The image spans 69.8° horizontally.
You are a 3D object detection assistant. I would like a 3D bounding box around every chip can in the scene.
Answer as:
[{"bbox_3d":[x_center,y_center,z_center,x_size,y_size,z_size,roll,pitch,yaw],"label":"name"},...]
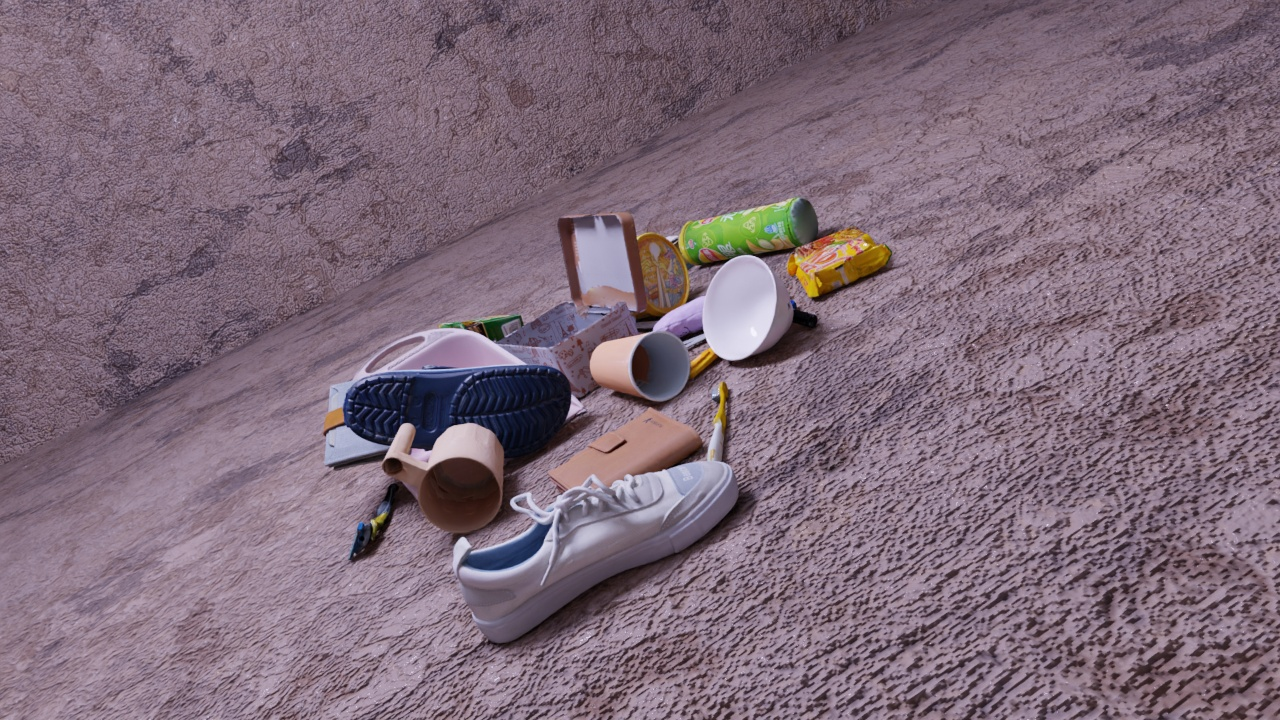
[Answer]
[{"bbox_3d":[0.160,-0.191,1.370,0.222,0.072,0.072,-5,27,45],"label":"chip can"}]

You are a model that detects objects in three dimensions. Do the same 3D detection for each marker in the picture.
[{"bbox_3d":[0.095,-0.019,1.071,0.123,0.015,0.018,-40,26,-25],"label":"marker"},{"bbox_3d":[0.156,-0.060,1.077,0.018,0.022,0.131,-52,36,-12],"label":"marker"}]

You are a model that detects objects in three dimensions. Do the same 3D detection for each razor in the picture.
[{"bbox_3d":[-0.298,0.177,1.047,0.142,0.022,0.043,-84,17,-72],"label":"razor"}]

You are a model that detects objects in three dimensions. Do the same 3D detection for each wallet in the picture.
[{"bbox_3d":[-0.326,0.068,1.096,0.106,0.037,0.129,-11,44,-2],"label":"wallet"},{"bbox_3d":[-0.017,0.097,0.899,0.131,0.031,0.108,-30,21,-17],"label":"wallet"}]

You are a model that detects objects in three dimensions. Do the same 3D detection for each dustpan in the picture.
[{"bbox_3d":[-0.242,0.049,1.134,0.222,0.139,0.274,-36,21,-28],"label":"dustpan"}]

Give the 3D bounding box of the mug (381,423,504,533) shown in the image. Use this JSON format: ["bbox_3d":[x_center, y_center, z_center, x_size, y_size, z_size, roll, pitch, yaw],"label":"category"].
[{"bbox_3d":[-0.202,0.112,0.957,0.084,0.124,0.103,-62,12,12],"label":"mug"}]

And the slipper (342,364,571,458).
[{"bbox_3d":[-0.207,0.057,1.051,0.252,0.105,0.095,-1,3,-11],"label":"slipper"}]

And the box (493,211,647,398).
[{"bbox_3d":[-0.101,-0.070,1.208,0.156,0.227,0.180,-16,15,-30],"label":"box"}]

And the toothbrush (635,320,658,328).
[{"bbox_3d":[0.000,-0.045,1.279,0.180,0.016,0.016,-3,31,43],"label":"toothbrush"}]

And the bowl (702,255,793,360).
[{"bbox_3d":[0.132,-0.055,1.035,0.064,0.118,0.118,8,-4,-37],"label":"bowl"}]

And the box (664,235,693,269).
[{"bbox_3d":[0.003,-0.142,1.466,0.183,0.059,0.090,-33,21,-26],"label":"box"}]

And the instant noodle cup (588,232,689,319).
[{"bbox_3d":[-0.010,-0.109,1.313,0.115,0.118,0.118,-18,19,44],"label":"instant noodle cup"}]

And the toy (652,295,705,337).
[{"bbox_3d":[0.064,-0.054,1.178,0.108,0.039,0.084,-27,-5,6],"label":"toy"}]

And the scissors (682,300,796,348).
[{"bbox_3d":[0.115,-0.042,1.128,0.170,0.012,0.141,-35,21,-22],"label":"scissors"}]

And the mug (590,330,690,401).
[{"bbox_3d":[-0.006,0.006,1.063,0.078,0.078,0.123,-34,15,-24],"label":"mug"}]

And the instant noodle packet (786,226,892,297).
[{"bbox_3d":[0.243,-0.125,1.140,0.111,0.044,0.128,-27,19,6],"label":"instant noodle packet"}]

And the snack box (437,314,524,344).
[{"bbox_3d":[-0.222,-0.016,1.341,0.105,0.118,0.118,-25,16,-32],"label":"snack box"}]

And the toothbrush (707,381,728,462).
[{"bbox_3d":[0.073,0.064,0.892,0.018,0.016,0.191,-30,16,19],"label":"toothbrush"}]

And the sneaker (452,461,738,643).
[{"bbox_3d":[-0.039,0.129,0.745,0.242,0.091,0.089,-28,20,-9],"label":"sneaker"}]
